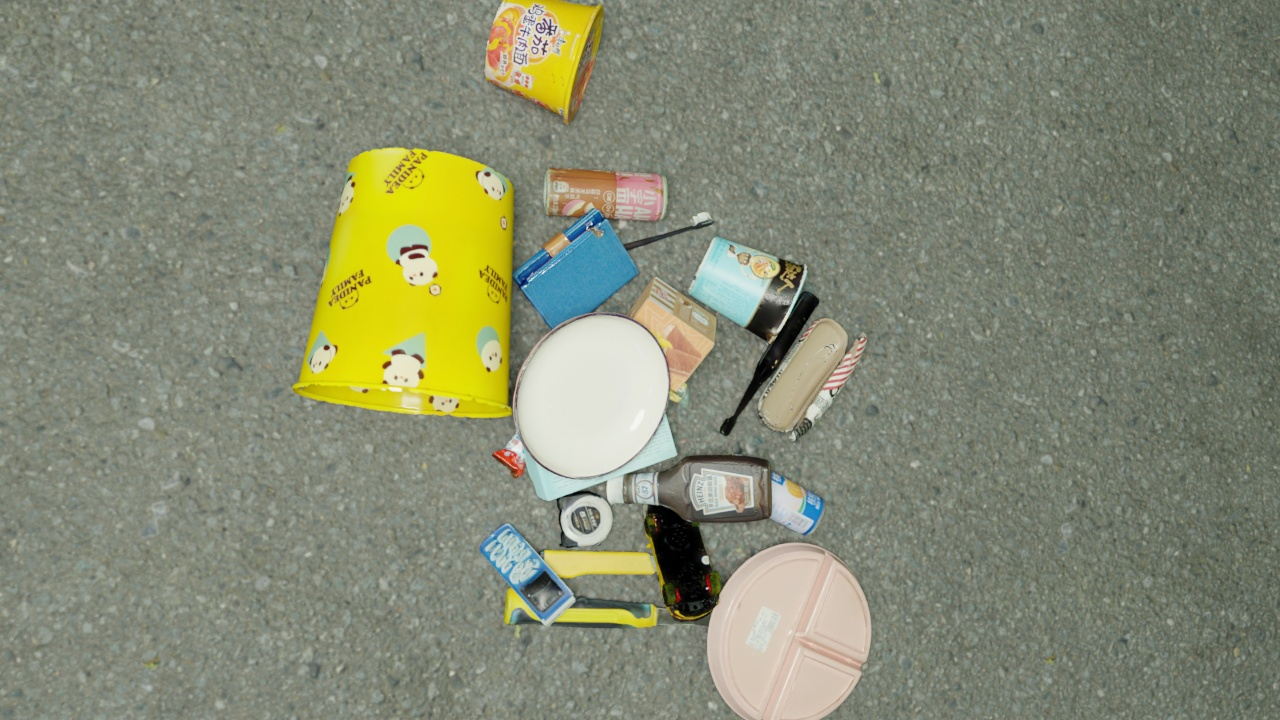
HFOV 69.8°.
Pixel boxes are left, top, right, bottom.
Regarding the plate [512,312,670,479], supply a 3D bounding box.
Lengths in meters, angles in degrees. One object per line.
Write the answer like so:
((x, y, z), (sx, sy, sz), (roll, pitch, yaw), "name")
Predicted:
((-0.057, 0.037, 1.022), (0.192, 0.039, 0.192), (-9, 109, -28), "plate")

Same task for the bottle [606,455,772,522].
((0.058, 0.153, 1.093), (0.195, 0.044, 0.080), (-1, 98, 11), "bottle")

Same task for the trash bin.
((-0.242, -0.077, 1.001), (0.229, 0.230, 0.255), (6, 81, -10), "trash bin")

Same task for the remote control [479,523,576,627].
((-0.134, 0.251, 1.078), (0.049, 0.024, 0.125), (-40, 74, -18), "remote control")

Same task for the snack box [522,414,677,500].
((-0.048, 0.103, 1.093), (0.174, 0.052, 0.074), (-17, 96, -18), "snack box")

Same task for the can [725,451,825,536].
((0.159, 0.165, 1.139), (0.134, 0.053, 0.053), (28, 83, -8), "can")

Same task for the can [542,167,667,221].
((-0.044, -0.202, 1.119), (0.147, 0.058, 0.058), (1, 87, -10), "can")

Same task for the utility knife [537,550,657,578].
((-0.030, 0.250, 1.120), (0.209, 0.015, 0.033), (3, 86, -10), "utility knife")

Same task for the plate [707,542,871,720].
((0.190, 0.341, 1.128), (0.229, 0.028, 0.229), (0, 90, -21), "plate")

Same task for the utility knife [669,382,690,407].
((-0.007, 0.007, 1.140), (0.167, 0.018, 0.031), (30, 76, -3), "utility knife")

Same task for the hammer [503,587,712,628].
((-0.003, 0.312, 1.114), (0.323, 0.032, 0.126), (5, 85, -10), "hammer")

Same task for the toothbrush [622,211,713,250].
((0.007, -0.152, 1.147), (0.181, 0.016, 0.018), (-20, 85, -11), "toothbrush")

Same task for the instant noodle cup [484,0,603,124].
((-0.115, -0.365, 1.082), (0.110, 0.138, 0.138), (18, 84, -1), "instant noodle cup")

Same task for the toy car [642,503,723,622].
((0.048, 0.235, 1.107), (0.071, 0.041, 0.155), (-10, 62, -15), "toy car")

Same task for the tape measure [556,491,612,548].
((-0.067, 0.191, 1.108), (0.066, 0.033, 0.065), (-3, 90, -8), "tape measure")

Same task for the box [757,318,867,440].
((0.211, 0.020, 1.153), (0.088, 0.076, 0.162), (32, 82, 15), "box")

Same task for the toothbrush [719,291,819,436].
((0.161, 0.005, 1.162), (0.026, 0.027, 0.212), (36, 82, -22), "toothbrush")

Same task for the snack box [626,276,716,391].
((0.030, -0.033, 1.094), (0.094, 0.092, 0.077), (34, 111, -7), "snack box")

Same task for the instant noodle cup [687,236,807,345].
((0.127, -0.092, 1.124), (0.120, 0.111, 0.111), (25, 83, -1), "instant noodle cup")

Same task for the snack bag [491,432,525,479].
((-0.133, 0.090, 1.104), (0.045, 0.026, 0.105), (38, 79, -3), "snack bag")

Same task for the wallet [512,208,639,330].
((-0.077, -0.104, 1.103), (0.133, 0.040, 0.106), (-41, 125, -9), "wallet")
